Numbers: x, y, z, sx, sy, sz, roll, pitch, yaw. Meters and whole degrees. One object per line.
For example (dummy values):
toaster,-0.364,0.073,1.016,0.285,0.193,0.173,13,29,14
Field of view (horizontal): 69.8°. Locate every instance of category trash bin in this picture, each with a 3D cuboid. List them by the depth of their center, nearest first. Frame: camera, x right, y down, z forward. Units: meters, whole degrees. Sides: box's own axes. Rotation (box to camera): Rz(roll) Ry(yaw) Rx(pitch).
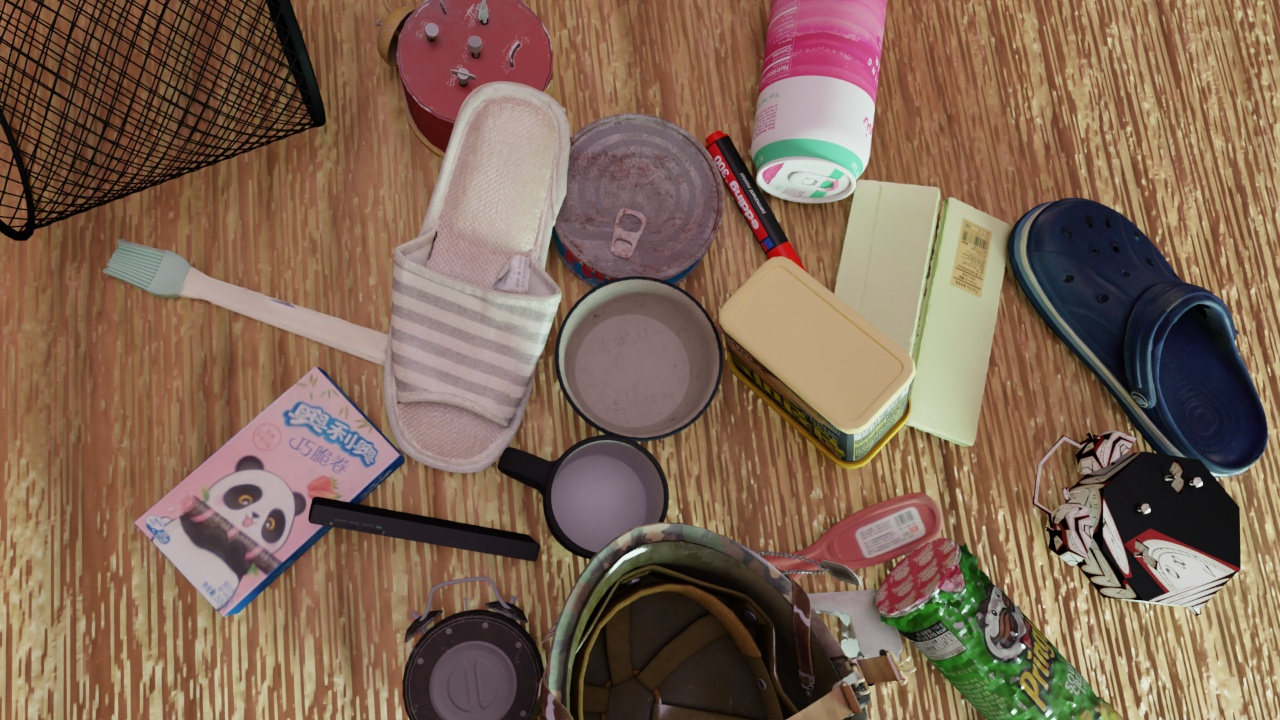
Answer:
trash bin,-0.336,-0.199,0.605,0.210,0.184,0.184,-21,81,-16

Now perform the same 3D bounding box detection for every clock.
clock,-0.110,0.206,0.607,0.091,0.044,0.122,-7,79,-8
clock,0.362,0.113,0.671,0.154,0.065,0.114,30,76,-1
clock,-0.129,-0.226,0.677,0.117,0.081,0.159,-33,84,-12

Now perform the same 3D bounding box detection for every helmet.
helmet,0.032,0.205,0.522,0.192,0.237,0.224,-16,95,-25

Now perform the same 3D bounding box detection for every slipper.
slipper,-0.109,-0.056,0.628,0.114,0.054,0.272,11,93,-2
slipper,0.391,-0.026,0.692,0.105,0.095,0.253,-36,88,-10

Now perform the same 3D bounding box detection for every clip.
clip,0.160,0.190,0.651,0.101,0.041,0.054,1,70,-17

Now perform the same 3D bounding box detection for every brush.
brush,0.134,0.137,0.658,0.172,0.030,0.041,-18,82,-10
brush,-0.273,-0.038,0.658,0.217,0.012,0.033,19,76,-4

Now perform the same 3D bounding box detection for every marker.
marker,0.090,-0.112,0.711,0.023,0.021,0.145,-30,82,11

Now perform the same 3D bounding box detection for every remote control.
remote control,-0.142,0.113,0.610,0.150,0.034,0.013,14,86,-18

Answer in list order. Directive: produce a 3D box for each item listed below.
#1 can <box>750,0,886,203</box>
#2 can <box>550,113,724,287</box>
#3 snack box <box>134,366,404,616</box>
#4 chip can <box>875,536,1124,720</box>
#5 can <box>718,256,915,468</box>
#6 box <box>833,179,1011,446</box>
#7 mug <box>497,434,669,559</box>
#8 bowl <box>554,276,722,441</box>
can,0.136,-0.212,0.702,0.088,0.088,0.165,10,77,-5
can,-0.005,-0.116,0.687,0.130,0.044,0.130,1,78,-6
snack box,-0.247,0.088,0.623,0.088,0.033,0.154,45,77,2
chip can,0.262,0.223,0.621,0.223,0.075,0.075,45,77,-3
can,0.120,0.002,0.628,0.072,0.101,0.131,-46,69,-4
box,0.211,-0.040,0.699,0.140,0.048,0.187,17,77,-5
mug,-0.042,0.087,0.618,0.113,0.088,0.078,24,76,-1
bowl,-0.004,0.004,0.655,0.115,0.059,0.115,1,78,-6
